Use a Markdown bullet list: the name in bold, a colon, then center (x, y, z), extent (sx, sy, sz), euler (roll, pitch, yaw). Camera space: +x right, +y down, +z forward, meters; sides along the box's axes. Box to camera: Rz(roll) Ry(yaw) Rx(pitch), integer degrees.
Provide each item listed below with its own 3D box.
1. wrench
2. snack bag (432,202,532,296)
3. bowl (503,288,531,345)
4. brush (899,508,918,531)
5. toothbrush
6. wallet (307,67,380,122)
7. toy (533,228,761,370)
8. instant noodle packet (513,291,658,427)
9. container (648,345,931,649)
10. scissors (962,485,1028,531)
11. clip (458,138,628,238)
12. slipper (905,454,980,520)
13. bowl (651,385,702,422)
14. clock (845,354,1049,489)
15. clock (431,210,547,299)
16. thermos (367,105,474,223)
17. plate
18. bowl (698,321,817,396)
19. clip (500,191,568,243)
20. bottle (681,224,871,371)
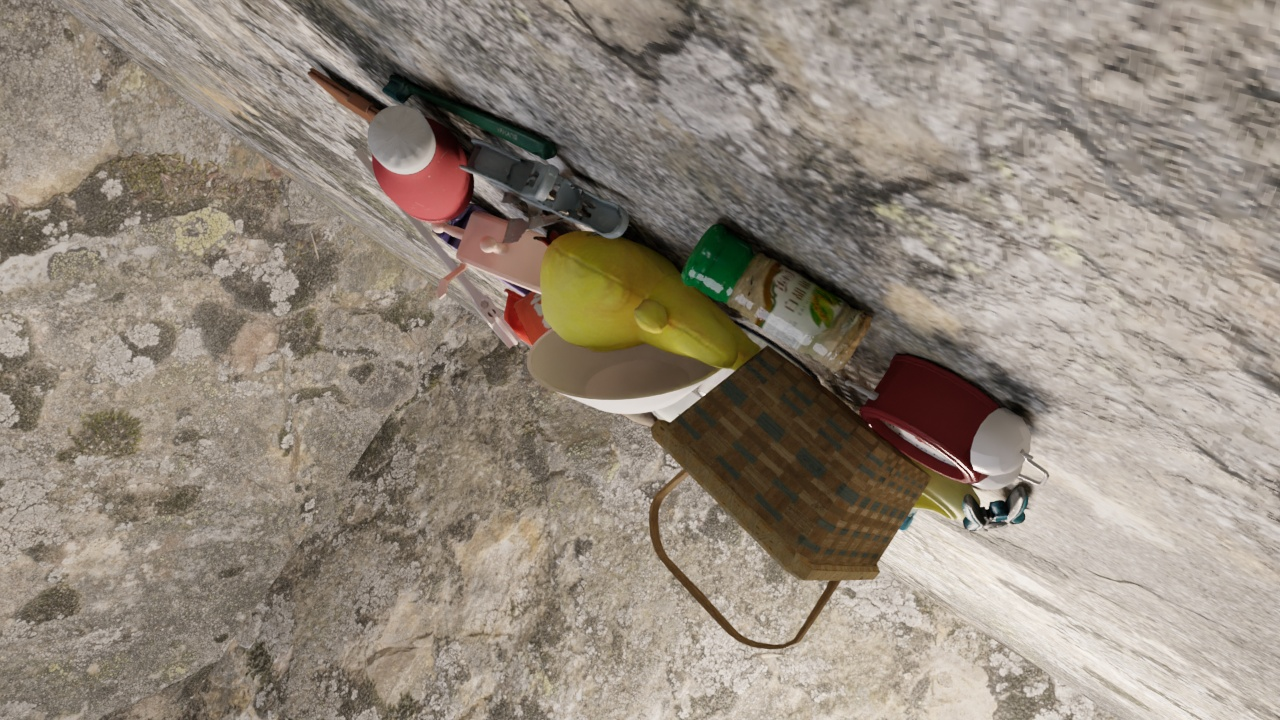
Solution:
- **wrench**: center (-0.226, -0.123, 1.031), extent (0.273, 0.018, 0.087), euler (52, 172, -15)
- **snack bag**: center (-0.141, -0.113, 1.056), extent (0.205, 0.058, 0.096), euler (33, 180, -29)
- **bowl**: center (-0.119, -0.038, 1.128), extent (0.130, 0.045, 0.130), euler (29, -178, -1)
- **brush**: center (0.222, 0.116, 0.935), extent (0.136, 0.055, 0.075), euler (31, 178, 31)
- **toothbrush**: center (-0.129, -0.176, 0.664), extent (0.190, 0.017, 0.016), euler (30, 173, 35)
- **wallet**: center (-0.256, -0.236, 0.889), extent (0.121, 0.013, 0.087), euler (33, 179, 7)
- **toy**: center (-0.001, -0.042, 0.708), extent (0.208, 0.092, 0.133), euler (21, -177, 32)
- **instant noodle packet**: center (-0.026, 0.015, 1.008), extent (0.221, 0.084, 0.164), euler (47, -175, -37)
- **container**: center (0.103, 0.113, 0.701), extent (0.157, 0.186, 0.249), euler (44, -172, 27)
- **scissors**: center (0.288, 0.122, 0.738), extent (0.130, 0.019, 0.150), euler (6, 154, -26)
- **clip**: center (-0.090, -0.132, 0.652), extent (0.106, 0.028, 0.163), euler (21, -175, -45)
- **slipper**: center (0.210, 0.108, 0.835), extent (0.191, 0.081, 0.091), euler (26, 174, 36)
- **bowl**: center (0.043, 0.025, 0.902), extent (0.113, 0.063, 0.113), euler (28, -151, -17)
- **clock**: center (0.190, 0.042, 0.566), extent (0.124, 0.044, 0.087), euler (32, 174, 24)
- **clock**: center (-0.108, -0.085, 0.873), extent (0.160, 0.086, 0.131), euler (10, -171, -36)
- **thermos**: center (-0.175, -0.156, 0.728), extent (0.073, 0.073, 0.240), euler (34, 179, -7)
- **plate**: center (-0.005, 0.005, 0.758), extent (0.174, 0.173, 0.036), euler (28, 133, 48)
- **bowl**: center (0.092, 0.018, 0.815), extent (0.118, 0.062, 0.118), euler (33, 174, 3)
- **clip**: center (-0.093, -0.126, 0.759), extent (0.057, 0.054, 0.102), euler (51, -171, -19)
- **bottle**: center (0.079, -0.037, 0.543), extent (0.111, 0.043, 0.043), euler (32, 174, 8)
